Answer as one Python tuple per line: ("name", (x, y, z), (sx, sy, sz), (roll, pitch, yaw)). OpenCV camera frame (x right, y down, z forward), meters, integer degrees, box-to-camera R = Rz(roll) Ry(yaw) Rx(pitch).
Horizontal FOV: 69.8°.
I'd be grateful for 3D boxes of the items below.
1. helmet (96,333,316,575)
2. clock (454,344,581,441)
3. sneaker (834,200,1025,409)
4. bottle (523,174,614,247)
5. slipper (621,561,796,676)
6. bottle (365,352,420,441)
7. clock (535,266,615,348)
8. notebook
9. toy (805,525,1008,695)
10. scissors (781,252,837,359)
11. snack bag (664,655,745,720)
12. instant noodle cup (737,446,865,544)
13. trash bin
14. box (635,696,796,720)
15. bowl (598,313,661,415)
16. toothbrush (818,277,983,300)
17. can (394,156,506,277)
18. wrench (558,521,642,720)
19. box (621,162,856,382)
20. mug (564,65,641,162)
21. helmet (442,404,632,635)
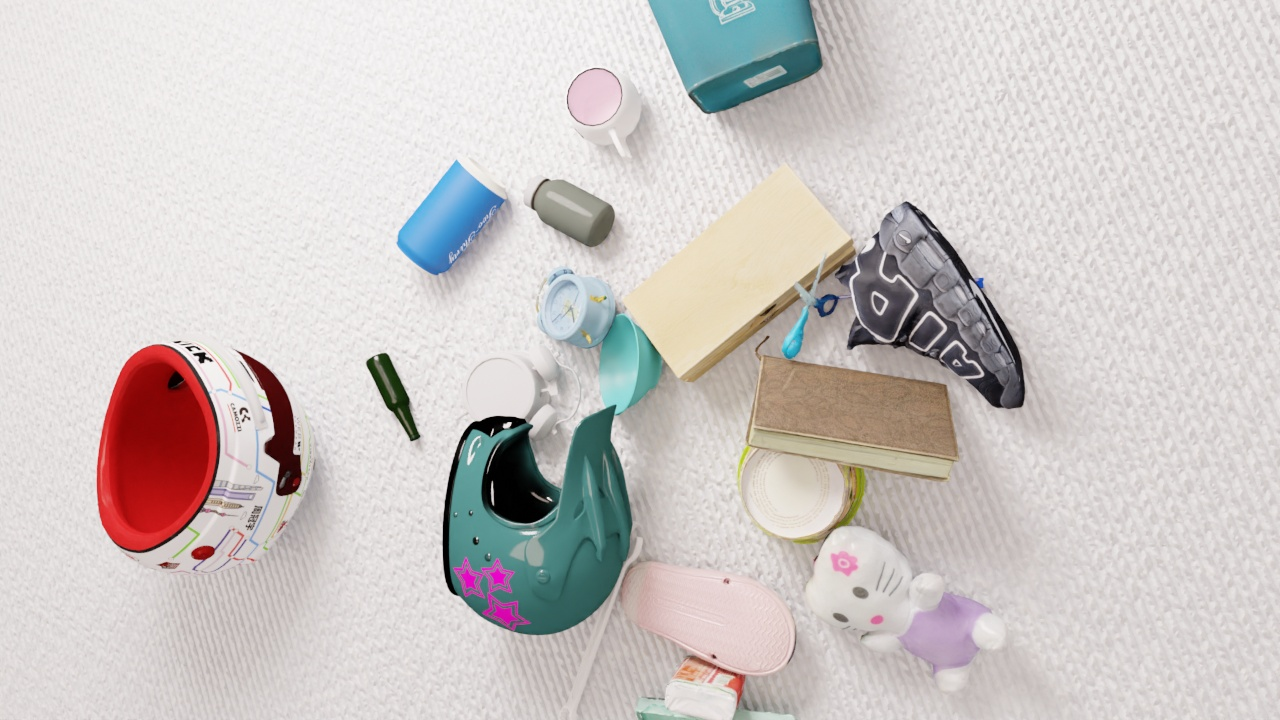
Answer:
("helmet", (-0.532, 0.117, 1.161), (0.231, 0.235, 0.315), (25, 102, 19))
("clock", (-0.150, 0.040, 1.151), (0.159, 0.061, 0.120), (2, 88, 11))
("sneaker", (0.303, -0.032, 1.001), (0.151, 0.097, 0.252), (-34, 89, 27))
("bottle", (-0.089, -0.188, 1.139), (0.108, 0.060, 0.060), (30, 96, 15))
("slipper", (0.077, 0.292, 1.073), (0.222, 0.055, 0.107), (12, 90, 27))
("bottle", (-0.323, 0.050, 1.210), (0.033, 0.033, 0.123), (-30, 80, 13))
("clock", (-0.087, -0.066, 1.128), (0.124, 0.051, 0.089), (26, 102, 43))
("notebook", (0.227, 0.045, 1.004), (0.215, 0.189, 0.035), (9, 125, 7))
("toy", (0.281, 0.261, 0.992), (0.209, 0.085, 0.138), (30, 129, 9))
("scissors", (0.192, -0.064, 1.023), (0.014, 0.126, 0.128), (28, 122, 32))
("snack bag", (0.076, 0.370, 1.039), (0.077, 0.116, 0.036), (8, 89, 13))
("instant noodle cup", (0.175, 0.136, 1.029), (0.146, 0.097, 0.146), (-1, 87, 16))
("trash bin", (0.099, -0.418, 1.035), (0.197, 0.199, 0.218), (-18, 89, 15))
("box", (0.085, 0.452, 1.050), (0.187, 0.078, 0.112), (3, 65, 17))
("bowl", (-0.007, 0.006, 1.101), (0.046, 0.121, 0.121), (4, 88, -24))
("toothbrush", (0.293, -0.077, 1.048), (0.187, 0.016, 0.011), (-6, 88, 18))
("can", (-0.242, -0.184, 1.172), (0.079, 0.079, 0.146), (43, 99, 13))
("wrench", (-0.050, 0.325, 1.120), (0.047, 0.009, 0.273), (27, 99, 60))
("box", (0.112, -0.099, 1.065), (0.249, 0.091, 0.128), (-38, 82, 10))
("mug", (-0.038, -0.295, 1.120), (0.090, 0.076, 0.124), (-26, 81, 13))
("helmet", (-0.107, 0.181, 1.062), (0.200, 0.176, 0.275), (5, 97, 18))
